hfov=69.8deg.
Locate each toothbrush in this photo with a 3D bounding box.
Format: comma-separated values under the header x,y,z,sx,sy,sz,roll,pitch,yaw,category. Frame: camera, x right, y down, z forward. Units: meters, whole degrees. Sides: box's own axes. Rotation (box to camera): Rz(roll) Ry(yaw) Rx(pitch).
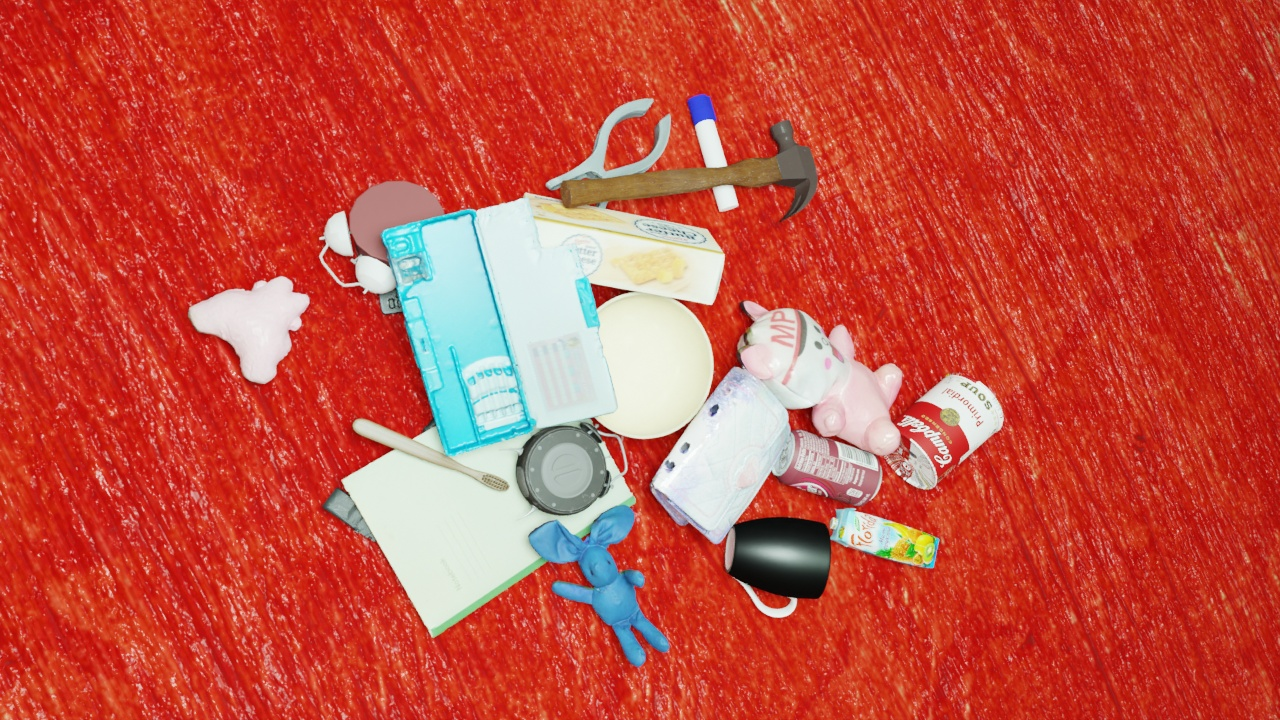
x,y,z,sx,sy,sz,roll,pitch,yaw,category
-0.204,0.095,0.904,0.166,0.016,0.016,26,76,-17,toothbrush

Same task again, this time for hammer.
x,y,z,sx,sy,sz,roll,pitch,yaw,category
0.062,-0.197,1.007,0.322,0.033,0.115,-12,85,-29,hammer
-0.186,0.044,0.946,0.095,0.015,0.324,37,74,-10,hammer

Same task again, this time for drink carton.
x,y,z,sx,sy,sz,roll,pitch,yaw,category
0.280,0.204,1.056,0.129,0.039,0.044,19,78,-14,drink carton

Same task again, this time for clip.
x,y,z,sx,sy,sz,roll,pitch,yaw,category
-0.040,-0.235,1.019,0.107,0.028,0.163,38,74,-8,clip

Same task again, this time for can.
x,y,z,sx,sy,sz,roll,pitch,yaw,category
0.209,0.120,1.032,0.114,0.063,0.063,18,78,-14,can
0.349,0.081,1.068,0.116,0.087,0.086,-36,94,-17,can

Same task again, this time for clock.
x,y,z,sx,sy,sz,roll,pitch,yaw,category
-0.251,-0.123,0.916,0.137,0.048,0.096,-37,78,-21,clock
-0.077,0.111,0.939,0.122,0.044,0.091,-14,90,-25,clock

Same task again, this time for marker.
x,y,z,sx,sy,sz,roll,pitch,yaw,category
0.085,-0.239,1.059,0.027,0.023,0.133,-15,88,-40,marker

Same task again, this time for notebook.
x,y,z,sx,sy,sz,roll,pitch,yaw,category
-0.146,0.134,0.939,0.252,0.010,0.182,-31,97,-22,notebook

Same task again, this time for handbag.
x,y,z,sx,sy,sz,roll,pitch,yaw,category
0.086,0.101,0.961,0.158,0.069,0.126,-52,142,-14,handbag

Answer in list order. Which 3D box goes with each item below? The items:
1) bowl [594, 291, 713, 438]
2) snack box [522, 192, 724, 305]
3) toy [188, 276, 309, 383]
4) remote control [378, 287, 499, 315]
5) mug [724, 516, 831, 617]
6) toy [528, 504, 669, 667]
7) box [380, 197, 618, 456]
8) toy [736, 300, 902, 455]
x,y,z,sx,sy,sz,roll,pitch,yaw,category
-0.006,0.006,0.971,0.150,0.075,0.150,0,89,-17,bowl
-0.024,-0.117,0.954,0.207,0.104,0.058,9,111,-11,snack box
-0.365,-0.039,0.881,0.099,0.053,0.095,46,71,-6,toy
-0.196,-0.080,0.955,0.150,0.022,0.047,-9,87,-16,remote control
0.143,0.226,0.998,0.100,0.084,0.119,8,111,-4,mug
-0.029,0.225,0.943,0.112,0.071,0.176,-31,89,-16,toy
-0.134,-0.037,0.892,0.185,0.056,0.227,-15,102,-5,box
0.195,0.018,1.022,0.213,0.084,0.141,30,46,-13,toy
